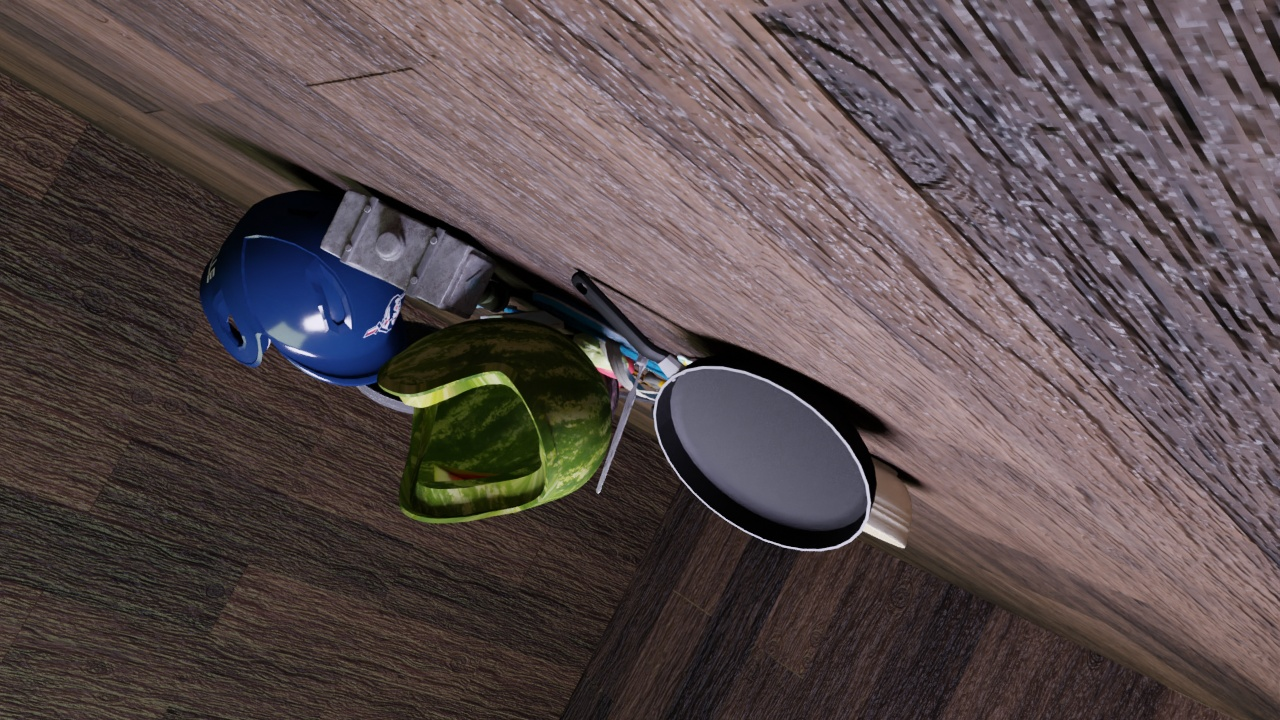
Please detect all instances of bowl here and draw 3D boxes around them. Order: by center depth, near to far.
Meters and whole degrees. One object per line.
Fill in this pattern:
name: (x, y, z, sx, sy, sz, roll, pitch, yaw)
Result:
bowl: (0.251, 0.149, 1.063, 0.151, 0.075, 0.151, 27, 173, 3)

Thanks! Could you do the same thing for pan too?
pan: (0.069, 0.041, 0.859, 0.356, 0.034, 0.226, 46, 144, -4)
pan: (-0.270, -0.007, 1.344, 0.208, 0.040, 0.355, 35, -148, 23)

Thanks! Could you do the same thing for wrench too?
wrench: (0.013, 0.061, 1.426, 0.073, 0.018, 0.274, 20, 173, -32)

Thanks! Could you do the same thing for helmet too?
helmet: (-0.155, 0.060, 1.040, 0.247, 0.213, 0.242, -2, -156, 3)
helmet: (-0.403, -0.093, 1.189, 0.224, 0.231, 0.272, -26, 111, 30)

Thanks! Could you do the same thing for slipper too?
slipper: (-0.007, 0.006, 1.095, 0.295, 0.060, 0.118, 29, 177, -11)

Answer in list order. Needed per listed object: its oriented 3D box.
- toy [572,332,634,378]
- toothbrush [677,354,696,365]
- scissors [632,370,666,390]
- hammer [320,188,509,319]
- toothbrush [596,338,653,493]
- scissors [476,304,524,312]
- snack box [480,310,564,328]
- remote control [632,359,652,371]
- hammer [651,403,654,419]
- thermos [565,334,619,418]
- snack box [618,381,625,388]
toy: (-0.048, -0.008, 1.207, 0.091, 0.045, 0.135, 31, 179, 8)
toothbrush: (0.070, 0.007, 0.952, 0.022, 0.015, 0.155, 64, 165, -11)
scissors: (0.006, 0.030, 1.435, 0.230, 0.016, 0.225, 25, 176, 11)
hammer: (-0.225, -0.100, 1.126, 0.177, 0.079, 0.326, 26, 179, 18)
toothbrush: (-0.020, 0.059, 1.014, 0.010, 0.181, 0.010, 8, 162, 36)
scissors: (-0.207, -0.077, 1.355, 0.139, 0.011, 0.134, 15, 174, -35)
snack box: (-0.161, -0.053, 1.232, 0.081, 0.026, 0.150, -7, -176, -19)
remote control: (0.013, 0.007, 1.237, 0.030, 0.009, 0.140, 31, 173, -26)
hammer: (0.131, 0.130, 1.353, 0.130, 0.039, 0.328, -17, -151, -34)
thermos: (-0.132, 0.039, 1.273, 0.173, 0.172, 0.226, 27, -179, 12)
snack box: (-0.084, 0.006, 1.505, 0.133, 0.021, 0.089, 30, -174, 15)
